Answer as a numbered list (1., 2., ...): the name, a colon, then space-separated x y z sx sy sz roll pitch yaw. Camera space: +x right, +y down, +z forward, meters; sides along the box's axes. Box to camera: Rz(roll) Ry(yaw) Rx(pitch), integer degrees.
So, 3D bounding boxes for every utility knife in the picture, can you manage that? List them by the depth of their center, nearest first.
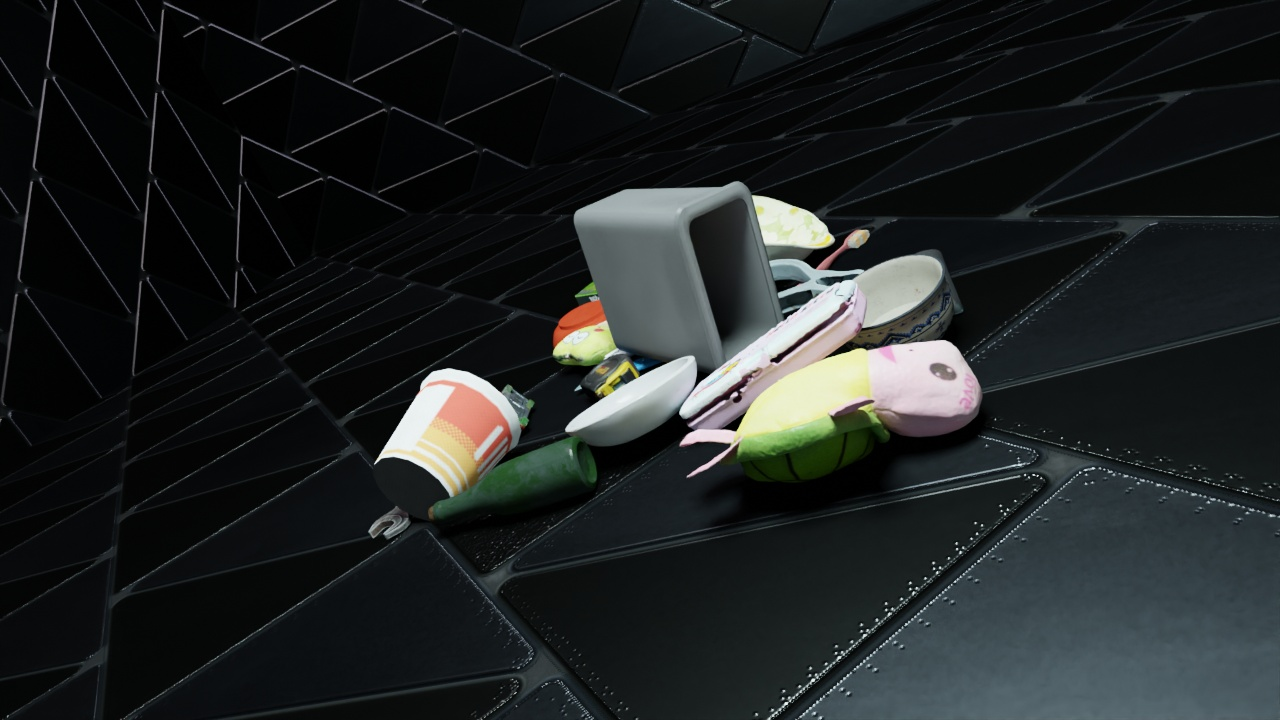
1. utility knife: -0.007 0.006 1.101 0.158 0.015 0.031 -23 18 10

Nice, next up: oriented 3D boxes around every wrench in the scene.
1. wrench: -0.235 0.122 1.084 0.070 0.010 0.272 -14 23 27

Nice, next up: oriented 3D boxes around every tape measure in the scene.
1. tape measure: -0.033 0.023 1.060 0.062 0.038 0.067 -39 21 -13

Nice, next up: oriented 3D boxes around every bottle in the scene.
1. bottle: -0.130 0.126 0.895 0.174 0.055 0.055 -21 21 16

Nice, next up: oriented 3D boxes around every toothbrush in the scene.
1. toothbrush: 0.226 -0.114 1.130 0.184 0.015 0.016 -39 28 -30

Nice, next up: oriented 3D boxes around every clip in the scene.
1. clip: 0.194 -0.100 1.083 0.172 0.029 0.142 -2 36 33

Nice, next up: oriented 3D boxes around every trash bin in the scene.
1. trash bin: 0.039 -0.091 1.010 0.097 0.192 0.220 -28 22 -26

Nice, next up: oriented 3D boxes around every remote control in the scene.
1. remote control: 0.302 -0.081 0.953 0.041 0.020 0.151 -17 24 17

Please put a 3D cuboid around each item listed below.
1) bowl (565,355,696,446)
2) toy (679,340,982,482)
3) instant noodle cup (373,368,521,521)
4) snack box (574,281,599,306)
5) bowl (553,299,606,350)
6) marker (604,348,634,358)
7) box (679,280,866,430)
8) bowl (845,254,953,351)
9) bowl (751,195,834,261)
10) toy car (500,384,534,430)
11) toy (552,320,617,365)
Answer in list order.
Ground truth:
1. bowl: -0.001 0.050 0.929 0.149 0.043 0.149 -29 5 3
2. toy: 0.147 0.045 0.732 0.238 0.087 0.190 -19 1 3
3. instant noodle cup: -0.212 0.096 0.983 0.124 0.123 0.120 -10 33 34
4. snack box: -0.025 -0.129 1.432 0.080 0.025 0.147 -4 29 44
5. bowl: -0.073 -0.052 1.284 0.122 0.035 0.121 -22 21 9
6. marker: 0.007 -0.030 1.163 0.133 0.020 0.017 -35 33 -25
7. box: 0.120 -0.005 0.848 0.203 0.044 0.086 -39 9 32
8. bowl: 0.241 -0.042 0.863 0.116 0.059 0.115 -28 24 14
9. bowl: 0.145 -0.162 1.205 0.219 0.060 0.187 28 33 30
10. toy car: -0.155 0.060 1.097 0.036 0.042 0.091 -53 11 9
11. toy: -0.053 -0.025 1.188 0.115 0.046 0.092 -28 17 -32
